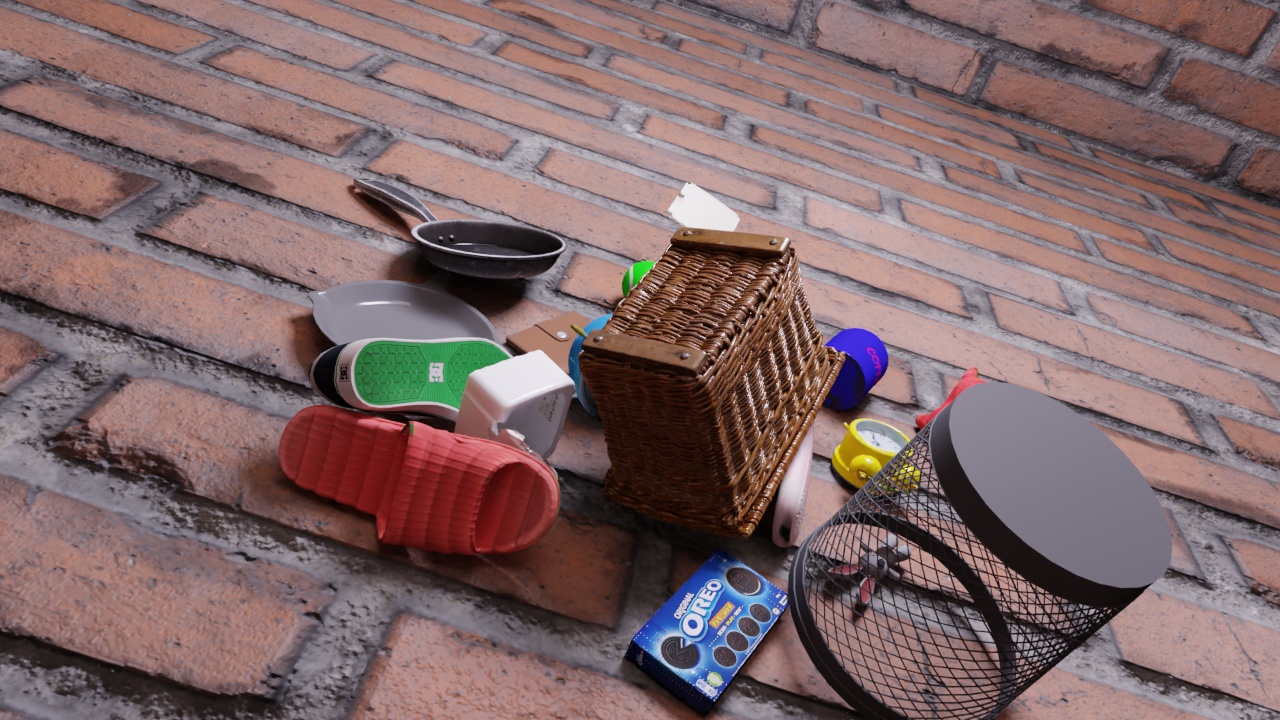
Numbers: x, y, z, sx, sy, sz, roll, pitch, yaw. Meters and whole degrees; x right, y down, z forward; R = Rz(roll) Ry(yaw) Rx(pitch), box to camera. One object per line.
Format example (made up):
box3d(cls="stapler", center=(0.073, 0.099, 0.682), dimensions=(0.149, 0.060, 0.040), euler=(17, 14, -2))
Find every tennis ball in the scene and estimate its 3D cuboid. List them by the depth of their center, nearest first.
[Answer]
box3d(cls="tennis ball", center=(0.008, -0.096, 1.188), dimensions=(0.065, 0.065, 0.065), euler=(13, 33, -9))

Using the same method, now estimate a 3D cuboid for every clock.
box3d(cls="clock", center=(-0.006, 0.006, 0.991), dimensions=(0.161, 0.117, 0.060), euler=(-1, 26, -30))
box3d(cls="clock", center=(0.261, 0.114, 1.014), dimensions=(0.083, 0.057, 0.118), euler=(13, 27, -11))

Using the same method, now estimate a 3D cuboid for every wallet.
box3d(cls="wallet", center=(-0.087, -0.021, 1.077), dimensions=(0.087, 0.013, 0.120), euler=(35, 36, 23))

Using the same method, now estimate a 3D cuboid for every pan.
box3d(cls="pan", center=(-0.247, -0.060, 1.043), dimensions=(0.216, 0.024, 0.353), euler=(17, 28, -4))
box3d(cls="pan", center=(-0.250, -0.171, 1.166), dimensions=(0.357, 0.055, 0.186), euler=(21, 24, 32))

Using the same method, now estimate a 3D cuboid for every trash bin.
box3d(cls="trash bin", center=(0.272, 0.163, 0.757), dimensions=(0.217, 0.228, 0.217), euler=(15, 42, -14))

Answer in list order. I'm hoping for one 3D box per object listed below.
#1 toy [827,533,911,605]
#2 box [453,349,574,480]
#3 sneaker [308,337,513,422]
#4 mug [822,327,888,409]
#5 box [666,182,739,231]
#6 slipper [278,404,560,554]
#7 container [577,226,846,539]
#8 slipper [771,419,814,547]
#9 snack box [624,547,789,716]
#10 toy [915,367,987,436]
box3d(cls="toy", center=(0.226, 0.201, 0.894), dimensions=(0.111, 0.030, 0.049), euler=(-20, 54, -43))
box3d(cls="box", center=(-0.100, 0.078, 0.838), dimensions=(0.136, 0.109, 0.120), euler=(37, 38, 28))
box3d(cls="sneaker", center=(-0.206, 0.018, 0.874), dimensions=(0.079, 0.084, 0.235), euler=(-1, -6, 34))
box3d(cls="mug", center=(0.244, 0.007, 1.154), dimensions=(0.111, 0.079, 0.083), euler=(9, 25, 32))
box3d(cls="box", center=(0.078, -0.097, 1.078), dimensions=(0.070, 0.186, 0.143), euler=(7, 52, 25))
box3d(cls="slipper", center=(-0.191, 0.101, 0.760), dimensions=(0.249, 0.103, 0.059), euler=(14, 4, 5))
box3d(cls="container", center=(0.064, 0.005, 0.861), dimensions=(0.162, 0.183, 0.249), euler=(12, 49, 31))
box3d(cls="slipper", center=(0.149, 0.099, 0.950), dimensions=(0.056, 0.107, 0.221), euler=(5, 39, 8))
box3d(cls="snack box", center=(0.061, 0.224, 0.778), dimensions=(0.082, 0.027, 0.149), euler=(32, 35, 19))
box3d(cls="toy", center=(0.390, 0.067, 1.117), dimensions=(0.088, 0.094, 0.132), euler=(34, 37, 21))
